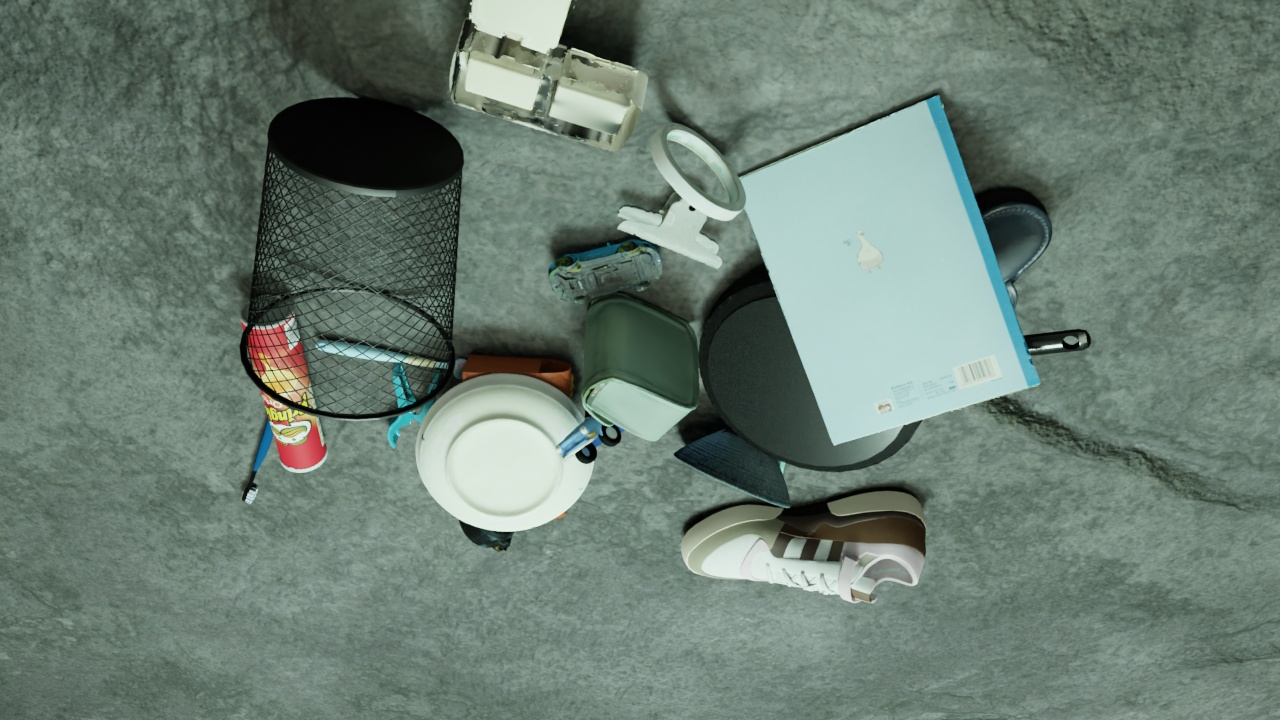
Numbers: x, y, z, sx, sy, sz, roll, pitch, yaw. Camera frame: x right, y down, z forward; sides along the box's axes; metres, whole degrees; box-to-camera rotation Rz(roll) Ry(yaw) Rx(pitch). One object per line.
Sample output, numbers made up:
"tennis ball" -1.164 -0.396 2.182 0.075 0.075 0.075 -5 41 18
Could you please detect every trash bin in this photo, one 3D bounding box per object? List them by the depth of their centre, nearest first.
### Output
"trash bin" -0.233 -0.089 0.762 0.184 0.183 0.211 12 127 -9

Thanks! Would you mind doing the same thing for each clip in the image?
"clip" 0.035 -0.117 0.806 0.102 0.052 0.060 19 144 -16
"clip" -0.225 0.060 1.000 0.120 0.030 0.131 24 131 -13

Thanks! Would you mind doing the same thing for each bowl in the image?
"bowl" 0.109 0.104 0.989 0.137 0.137 0.057 23 90 -18

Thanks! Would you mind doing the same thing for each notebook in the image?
"notebook" 0.206 -0.068 0.776 0.181 0.009 0.253 -19 97 21

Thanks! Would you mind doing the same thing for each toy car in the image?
"toy car" -0.032 -0.084 0.847 0.105 0.032 0.048 -13 131 7
"toy car" -0.024 0.054 0.916 0.056 0.153 0.055 -38 83 42

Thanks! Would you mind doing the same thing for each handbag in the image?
"handbag" -0.005 0.005 0.872 0.106 0.121 0.067 26 131 -24
"handbag" -0.128 0.081 0.970 0.109 0.060 0.172 3 113 -1

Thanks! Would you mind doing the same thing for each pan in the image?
"pan" 0.215 0.007 0.838 0.357 0.034 0.225 -7 119 34

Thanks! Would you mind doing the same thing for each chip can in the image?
"chip can" -0.370 0.029 0.959 0.052 0.051 0.215 5 133 -2

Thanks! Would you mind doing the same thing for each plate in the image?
"plate" -0.137 0.102 0.930 0.182 0.034 0.182 -2 114 -4

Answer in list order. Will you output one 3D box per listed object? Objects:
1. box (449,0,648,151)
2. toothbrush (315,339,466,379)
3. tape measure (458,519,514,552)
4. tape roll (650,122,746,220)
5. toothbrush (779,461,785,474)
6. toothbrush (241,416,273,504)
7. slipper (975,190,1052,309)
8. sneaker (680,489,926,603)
"box" -0.059 -0.219 0.660 0.143 0.044 0.184 14 169 -13
"toothbrush" -0.256 -0.003 0.947 0.155 0.016 0.022 10 101 -7
"tape measure" -0.180 0.187 1.089 0.042 0.071 0.072 -29 120 31
"tape roll" 0.047 -0.152 0.736 0.093 0.092 0.013 31 127 -25
"toothbrush" 0.162 0.097 1.025 0.022 0.017 0.135 3 131 0
"toothbrush" -0.444 0.116 1.071 0.014 0.014 0.168 28 129 -8
"slipper" 0.275 -0.032 0.847 0.109 0.083 0.266 19 133 -18
"sneaker" 0.193 0.241 1.088 0.294 0.116 0.112 -8 133 11
